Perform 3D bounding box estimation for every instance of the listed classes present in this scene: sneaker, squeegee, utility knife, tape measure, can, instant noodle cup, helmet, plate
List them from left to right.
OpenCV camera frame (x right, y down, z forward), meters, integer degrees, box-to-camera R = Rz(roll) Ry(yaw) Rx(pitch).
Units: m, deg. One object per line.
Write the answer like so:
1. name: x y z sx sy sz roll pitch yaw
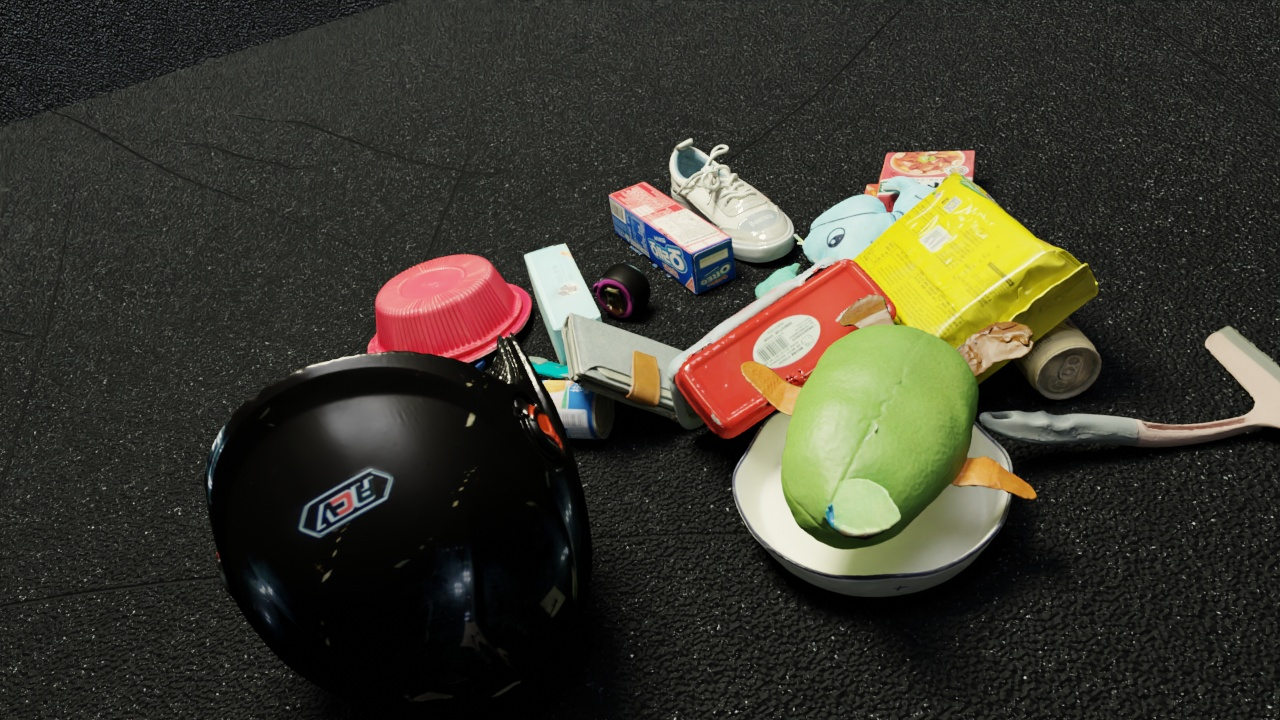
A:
1. helmet: -0.149 0.111 0.607 0.233 0.275 0.230 -26 63 0
2. instant noodle cup: -0.222 -0.061 1.026 0.194 0.066 0.193 -11 33 7
3. can: -0.095 0.045 0.858 0.135 0.053 0.053 1 37 18
4. utility knife: -0.098 0.005 0.909 0.029 0.013 0.187 -20 18 -33
5. tape measure: -0.020 -0.074 0.996 0.057 0.058 0.039 13 43 28
6. sneaker: 0.106 -0.200 1.102 0.089 0.091 0.242 -24 37 -14
7. plate: 0.175 0.099 0.706 0.205 0.046 0.204 -9 36 7
8. can: 0.348 -0.021 0.805 0.058 0.058 0.116 -12 35 2
9. squeegee: 0.388 0.049 0.707 0.250 0.040 0.247 -3 28 4

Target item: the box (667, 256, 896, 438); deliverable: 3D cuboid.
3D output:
1. box: 0.118 -0.006 0.808 0.201 0.099 0.095 -33 73 -17

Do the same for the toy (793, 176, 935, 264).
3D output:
1. toy: 0.248 -0.142 0.993 0.156 0.050 0.161 5 57 26

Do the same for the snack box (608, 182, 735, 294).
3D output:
1. snack box: 0.033 -0.147 1.081 0.058 0.057 0.207 -23 36 -18

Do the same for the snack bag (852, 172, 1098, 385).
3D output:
1. snack bag: 0.283 -0.080 0.834 0.158 0.068 0.246 -41 28 14

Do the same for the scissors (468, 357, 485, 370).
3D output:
1. scissors: -0.195 0.048 0.923 0.163 0.012 0.162 -3 37 15

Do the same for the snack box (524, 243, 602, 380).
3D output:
1. snack box: -0.077 -0.051 0.967 0.051 0.074 0.174 -17 36 -8

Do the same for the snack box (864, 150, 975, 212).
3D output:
1. snack box: 0.322 -0.201 1.072 0.127 0.044 0.113 2 38 20

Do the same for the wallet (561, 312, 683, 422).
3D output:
1. wallet: -0.005 0.005 0.844 0.129 0.037 0.106 19 28 -22

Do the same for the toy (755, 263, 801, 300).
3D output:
1. toy: 0.154 -0.065 0.953 0.096 0.030 0.092 -33 38 -17

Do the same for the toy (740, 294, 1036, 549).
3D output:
1. toy: 0.178 0.041 0.670 0.227 0.090 0.246 21 51 24
